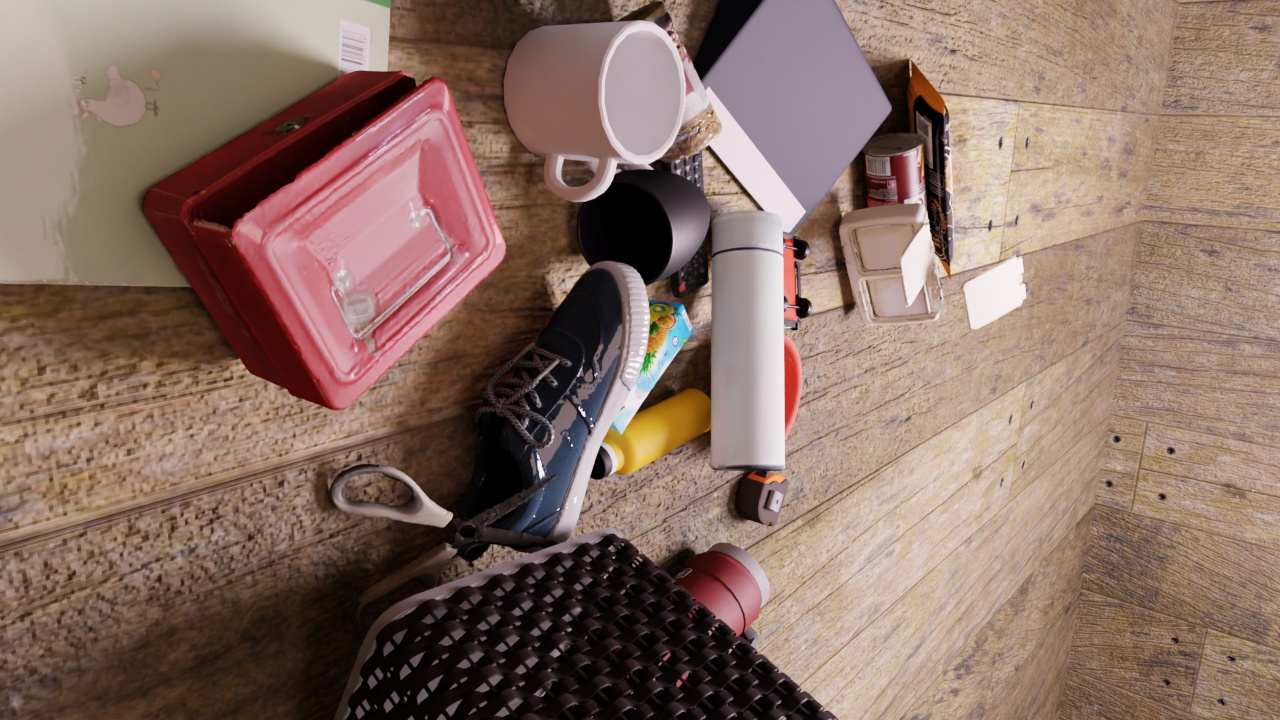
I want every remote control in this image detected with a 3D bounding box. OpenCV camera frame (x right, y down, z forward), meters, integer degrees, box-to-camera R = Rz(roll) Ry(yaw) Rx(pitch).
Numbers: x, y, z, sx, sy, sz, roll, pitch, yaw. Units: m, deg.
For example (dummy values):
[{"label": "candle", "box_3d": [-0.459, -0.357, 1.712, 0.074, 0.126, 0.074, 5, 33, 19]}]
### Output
[{"label": "remote control", "box_3d": [0.036, -0.131, 0.794, 0.047, 0.022, 0.150, -31, 126, -43]}]

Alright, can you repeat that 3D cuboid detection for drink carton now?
[{"label": "drink carton", "box_3d": [-0.005, 0.004, 0.765, 0.128, 0.044, 0.039, -54, 137, -29]}]

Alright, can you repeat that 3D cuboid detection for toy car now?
[{"label": "toy car", "box_3d": [0.136, -0.078, 0.910, 0.051, 0.049, 0.100, 3, 83, -45]}]

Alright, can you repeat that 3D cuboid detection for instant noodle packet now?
[{"label": "instant noodle packet", "box_3d": [0.345, -0.228, 1.091, 0.159, 0.032, 0.221, -87, 165, -57]}]

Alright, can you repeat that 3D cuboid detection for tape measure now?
[{"label": "tape measure", "box_3d": [0.134, 0.146, 0.985, 0.058, 0.038, 0.058, 32, 76, -51]}]

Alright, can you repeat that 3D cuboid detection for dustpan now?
[{"label": "dustpan", "box_3d": [0.154, -0.294, 0.879, 0.273, 0.080, 0.236, -52, 140, 2]}]

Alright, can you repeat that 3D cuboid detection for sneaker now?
[{"label": "sneaker", "box_3d": [-0.070, 0.033, 0.662, 0.087, 0.089, 0.235, 19, 90, -47]}]

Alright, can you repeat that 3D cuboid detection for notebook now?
[{"label": "notebook", "box_3d": [-0.235, -0.127, 0.462, 0.252, 0.010, 0.182, -5, 104, -51]}]

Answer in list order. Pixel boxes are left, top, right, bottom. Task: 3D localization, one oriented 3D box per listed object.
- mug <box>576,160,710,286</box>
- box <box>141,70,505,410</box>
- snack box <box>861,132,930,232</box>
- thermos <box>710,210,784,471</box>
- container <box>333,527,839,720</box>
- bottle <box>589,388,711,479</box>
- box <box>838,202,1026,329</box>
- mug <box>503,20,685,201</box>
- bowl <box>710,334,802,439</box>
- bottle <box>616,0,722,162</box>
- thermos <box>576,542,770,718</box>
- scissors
[{"label": "mug", "box_3d": [0.003, -0.123, 0.717, 0.119, 0.085, 0.100, 61, 35, -4]}, {"label": "box", "box_3d": [-0.161, -0.070, 0.501, 0.157, 0.087, 0.129, -49, 135, -36]}, {"label": "snack box", "box_3d": [0.295, -0.193, 1.058, 0.072, 0.072, 0.121, -40, 129, -38]}, {"label": "thermos", "box_3d": [0.096, -0.017, 0.821, 0.067, 0.068, 0.230, 12, 76, -52]}, {"label": "container", "box_3d": [-0.041, 0.286, 0.585, 0.245, 0.243, 0.248, -9, 131, -50]}, {"label": "bottle", "box_3d": [0.007, 0.065, 0.797, 0.143, 0.043, 0.043, -23, 118, -46]}, {"label": "box", "box_3d": [0.311, -0.086, 0.998, 0.104, 0.188, 0.143, -60, 136, -44]}, {"label": "mug", "box_3d": [-0.035, -0.170, 0.635, 0.091, 0.090, 0.121, 13, 90, -52]}, {"label": "bowl", "box_3d": [0.109, 0.033, 0.914, 0.130, 0.045, 0.130, -19, 115, -47]}, {"label": "bottle", "box_3d": [0.016, -0.210, 0.698, 0.056, 0.056, 0.105, -49, 122, -31]}, {"label": "thermos", "box_3d": [0.043, 0.266, 0.856, 0.198, 0.108, 0.084, -35, 163, -38]}, {"label": "scissors", "box_3d": [-0.135, 0.116, 0.611, 0.171, 0.012, 0.157, -48, 117, 1]}]
